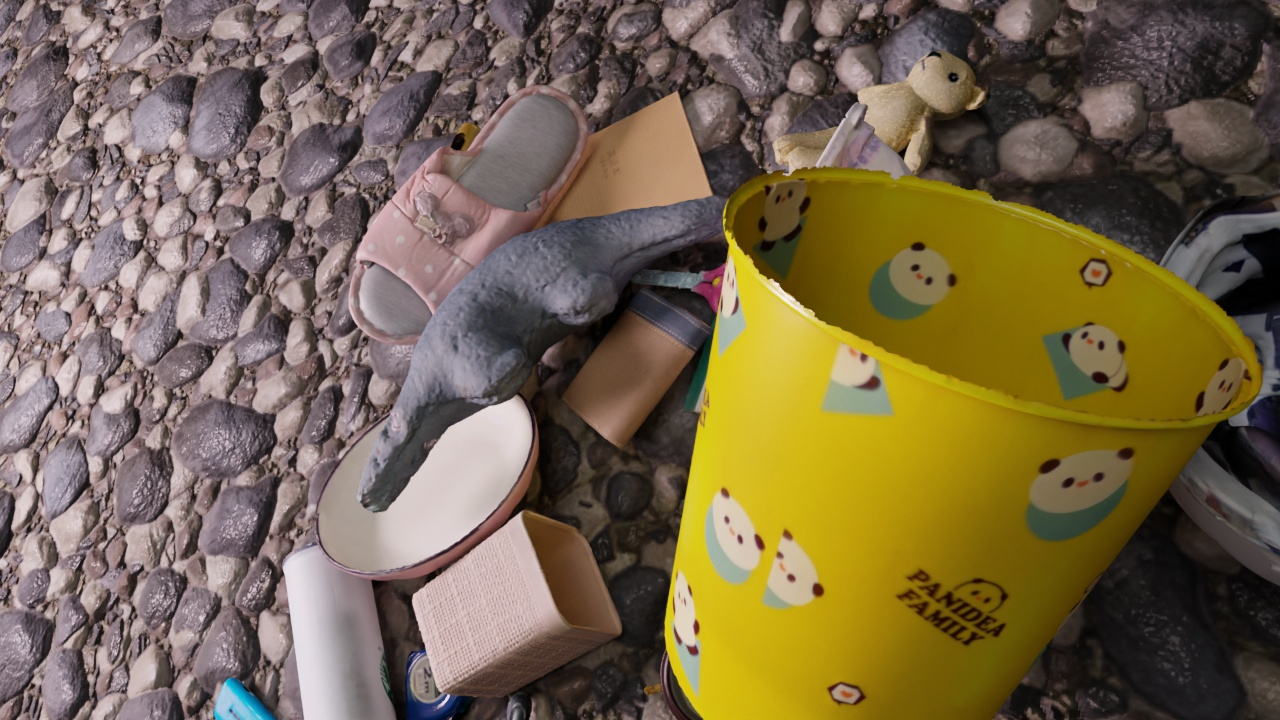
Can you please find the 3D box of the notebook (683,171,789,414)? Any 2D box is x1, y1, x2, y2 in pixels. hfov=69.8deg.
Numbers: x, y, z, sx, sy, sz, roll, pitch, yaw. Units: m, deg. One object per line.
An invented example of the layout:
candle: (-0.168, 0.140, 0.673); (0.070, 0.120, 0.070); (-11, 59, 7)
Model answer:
notebook: (0.130, -0.043, 0.681); (0.150, 0.012, 0.209); (13, 75, 30)

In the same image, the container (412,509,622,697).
container: (-0.090, 0.178, 0.652); (0.111, 0.090, 0.090); (-35, 58, 13)

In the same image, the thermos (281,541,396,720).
thermos: (-0.221, 0.250, 0.698); (0.073, 0.073, 0.224); (-29, 60, 13)

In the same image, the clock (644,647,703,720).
clock: (0.067, 0.205, 0.581); (0.122, 0.055, 0.082); (14, 75, 28)

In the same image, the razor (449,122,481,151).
razor: (-0.186, -0.150, 0.855); (0.062, 0.067, 0.167); (-1, 61, 41)

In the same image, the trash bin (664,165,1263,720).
trash bin: (0.125, 0.063, 0.466); (0.230, 0.229, 0.256); (35, 128, 33)

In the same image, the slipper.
slipper: (-0.145, -0.128, 0.788); (0.114, 0.054, 0.274); (40, 81, -1)

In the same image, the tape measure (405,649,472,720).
tape measure: (-0.151, 0.244, 0.689); (0.055, 0.025, 0.058); (-17, 66, 17)

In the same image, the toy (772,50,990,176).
toy: (0.176, -0.179, 0.685); (0.157, 0.066, 0.105); (-25, 43, 6)

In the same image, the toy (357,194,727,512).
toy: (-0.094, -0.028, 0.718); (0.356, 0.091, 0.138); (-42, 45, -7)

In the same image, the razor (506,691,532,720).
razor: (-0.095, 0.305, 0.637); (0.042, 0.022, 0.142); (8, 67, -1)

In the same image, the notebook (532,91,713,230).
notebook: (-0.043, -0.136, 0.808); (0.212, 0.012, 0.149); (-24, 59, 16)

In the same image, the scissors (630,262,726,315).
scissors: (0.043, -0.066, 0.725); (0.135, 0.017, 0.064); (15, 77, 42)

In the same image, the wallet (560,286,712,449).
wallet: (-0.004, 0.004, 0.709); (0.115, 0.033, 0.090); (-53, 42, -3)

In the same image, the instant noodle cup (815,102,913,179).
instant noodle cup: (0.124, -0.070, 0.601); (0.060, 0.173, 0.138); (29, 83, 11)

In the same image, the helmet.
helmet: (0.381, 0.025, 0.451); (0.259, 0.146, 0.228); (-8, 66, 14)

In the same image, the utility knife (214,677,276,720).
utility knife: (-0.274, 0.319, 0.722); (0.203, 0.018, 0.034); (26, 81, 31)

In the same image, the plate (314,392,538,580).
plate: (-0.162, 0.097, 0.723); (0.193, 0.039, 0.192); (-16, 39, 13)
